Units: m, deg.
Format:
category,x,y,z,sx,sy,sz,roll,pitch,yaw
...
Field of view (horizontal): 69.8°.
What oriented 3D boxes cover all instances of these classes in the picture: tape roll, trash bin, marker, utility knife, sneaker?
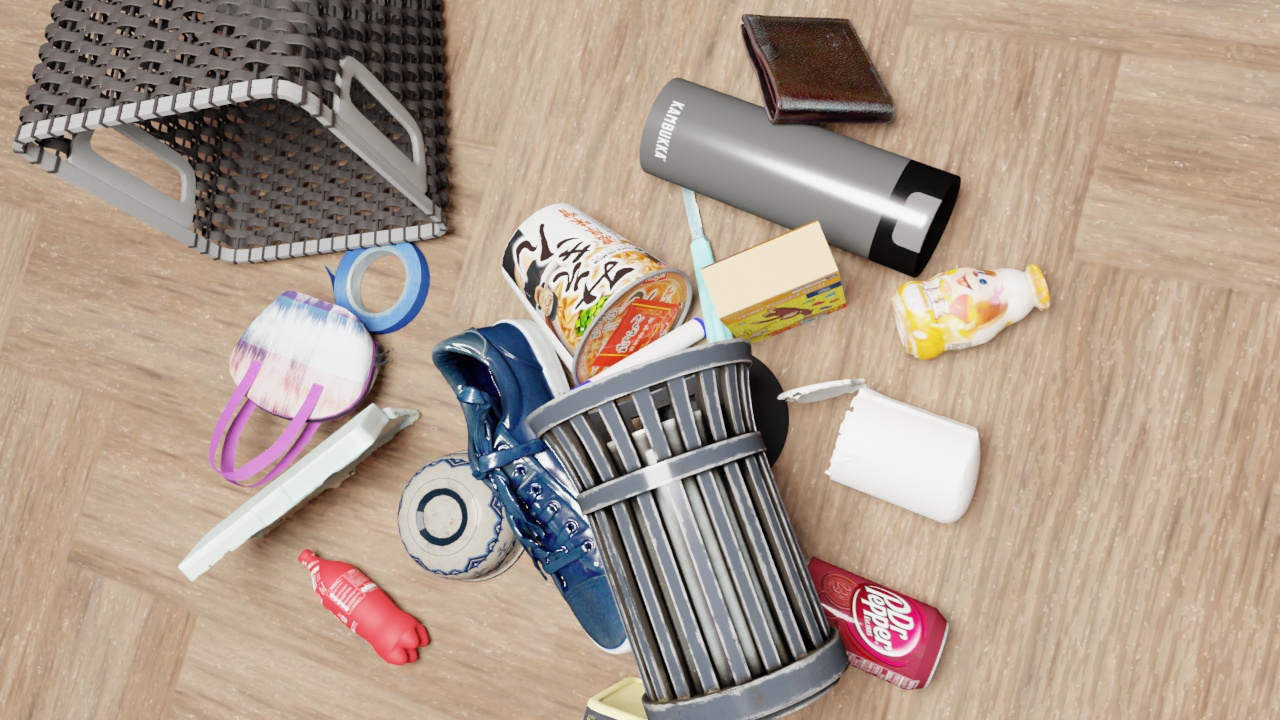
category,x,y,z,sx,sy,sz,roll,pitch,yaw
tape roll,-0.241,-0.072,0.855,0.093,0.016,0.091,-28,76,10
trash bin,0.037,0.121,0.624,0.164,0.164,0.227,-22,81,12
marker,-0.004,0.004,0.738,0.141,0.020,0.020,-30,72,-27
utility knife,0.053,-0.085,0.770,0.022,0.015,0.168,-10,74,-3
sneaker,-0.087,0.098,0.718,0.121,0.127,0.294,-41,70,39

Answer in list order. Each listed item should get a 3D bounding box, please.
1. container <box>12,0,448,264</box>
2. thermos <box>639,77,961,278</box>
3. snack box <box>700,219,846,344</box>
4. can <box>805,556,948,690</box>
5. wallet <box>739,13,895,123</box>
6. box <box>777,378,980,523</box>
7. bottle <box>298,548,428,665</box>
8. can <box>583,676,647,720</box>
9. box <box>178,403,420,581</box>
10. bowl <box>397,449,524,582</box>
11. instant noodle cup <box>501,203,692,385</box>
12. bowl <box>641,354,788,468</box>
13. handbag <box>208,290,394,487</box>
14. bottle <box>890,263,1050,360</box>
category,x,y,z,sx,sy,sz,roll,pitch,yaw
container,-0.317,-0.251,0.776,0.246,0.247,0.243,-5,73,15
thermos,0.124,-0.147,0.730,0.240,0.082,0.082,25,89,17
snack box,0.105,-0.055,0.700,0.088,0.125,0.040,-22,77,11
can,0.164,0.195,0.683,0.114,0.063,0.063,21,88,17
wallet,0.138,-0.233,0.728,0.099,0.031,0.119,-2,55,-13
box,0.176,0.056,0.693,0.161,0.081,0.092,18,100,18
bottle,-0.248,0.213,0.805,0.141,0.042,0.042,34,92,17
can,-0.007,0.302,0.682,0.072,0.130,0.101,13,84,17
box,-0.288,0.104,0.782,0.197,0.136,0.043,-36,93,8
bowl,-0.156,0.132,0.781,0.116,0.059,0.115,-2,82,15
instant noodle cup,-0.044,-0.060,0.753,0.123,0.123,0.122,-48,65,5
bowl,0.054,0.045,0.738,0.124,0.052,0.124,-2,82,15
handbag,-0.311,0.031,0.804,0.145,0.068,0.169,18,66,17
bottle,0.248,-0.041,0.692,0.109,0.063,0.063,-16,78,13
